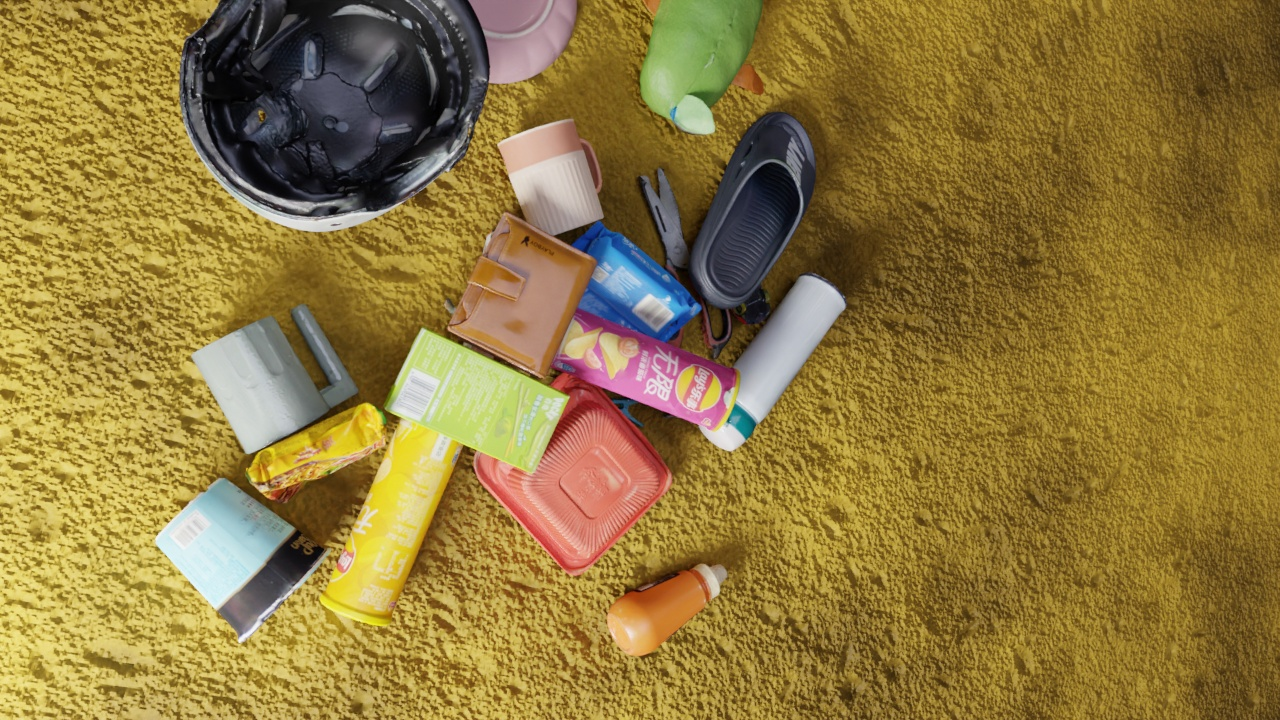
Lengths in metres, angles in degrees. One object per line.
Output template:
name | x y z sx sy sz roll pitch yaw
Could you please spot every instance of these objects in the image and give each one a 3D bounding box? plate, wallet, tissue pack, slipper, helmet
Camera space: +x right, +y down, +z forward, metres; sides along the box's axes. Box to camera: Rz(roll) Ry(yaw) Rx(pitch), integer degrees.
plate | -0.151 -0.386 0.944 0.192 0.039 0.192 0 91 -23
wallet | -0.119 -0.065 0.883 0.119 0.035 0.130 28 78 -19
tissue pack | -0.020 -0.074 0.979 0.157 0.052 0.095 38 117 -20
slipper | 0.146 -0.175 1.032 0.110 0.083 0.267 38 64 -21
helmet | -0.277 -0.232 0.832 0.230 0.157 0.273 42 65 -16

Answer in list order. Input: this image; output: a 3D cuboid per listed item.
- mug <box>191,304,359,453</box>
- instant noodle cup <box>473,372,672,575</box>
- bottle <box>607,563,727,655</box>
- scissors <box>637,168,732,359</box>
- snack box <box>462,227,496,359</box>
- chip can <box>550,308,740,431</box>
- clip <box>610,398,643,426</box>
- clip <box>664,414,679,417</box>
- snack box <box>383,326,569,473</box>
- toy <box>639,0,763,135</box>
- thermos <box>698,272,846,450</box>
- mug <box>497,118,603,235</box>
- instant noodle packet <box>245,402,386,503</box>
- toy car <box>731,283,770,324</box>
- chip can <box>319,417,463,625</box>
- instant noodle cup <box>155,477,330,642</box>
mug | -0.338 0.013 0.858 0.123 0.084 0.103 -38 105 -46
instant noodle cup | -0.061 0.120 0.966 0.164 0.079 0.189 -45 107 -13
bottle | 0.036 0.268 1.023 0.149 0.067 0.067 -24 100 -28
scissors | 0.037 -0.102 1.039 0.201 0.015 0.206 32 79 -20
snack box | -0.153 -0.058 0.927 0.026 0.075 0.153 13 86 -18
chip can | -0.006 0.006 0.954 0.210 0.071 0.071 21 82 -9
clip | -0.017 0.052 1.020 0.054 0.013 0.033 18 84 -23
clip | 0.046 0.055 1.023 0.026 0.058 0.042 -16 98 -26
snack box | -0.154 0.039 0.874 0.156 0.026 0.085 26 87 -19
toy | 0.072 -0.371 1.012 0.227 0.090 0.246 30 83 -31
thermos | 0.150 0.004 1.063 0.073 0.073 0.224 42 76 -18
mug | -0.083 -0.191 0.961 0.114 0.082 0.106 -31 106 -50
instant noodle packet | -0.294 0.086 0.851 0.128 0.111 0.044 -29 87 -20
toy car | 0.114 -0.091 1.060 0.049 0.031 0.106 -27 93 -32
chip can | -0.237 0.146 0.897 0.072 0.072 0.213 25 82 -21
instant noodle cup | -0.365 0.173 0.834 0.120 0.111 0.111 45 74 -8
